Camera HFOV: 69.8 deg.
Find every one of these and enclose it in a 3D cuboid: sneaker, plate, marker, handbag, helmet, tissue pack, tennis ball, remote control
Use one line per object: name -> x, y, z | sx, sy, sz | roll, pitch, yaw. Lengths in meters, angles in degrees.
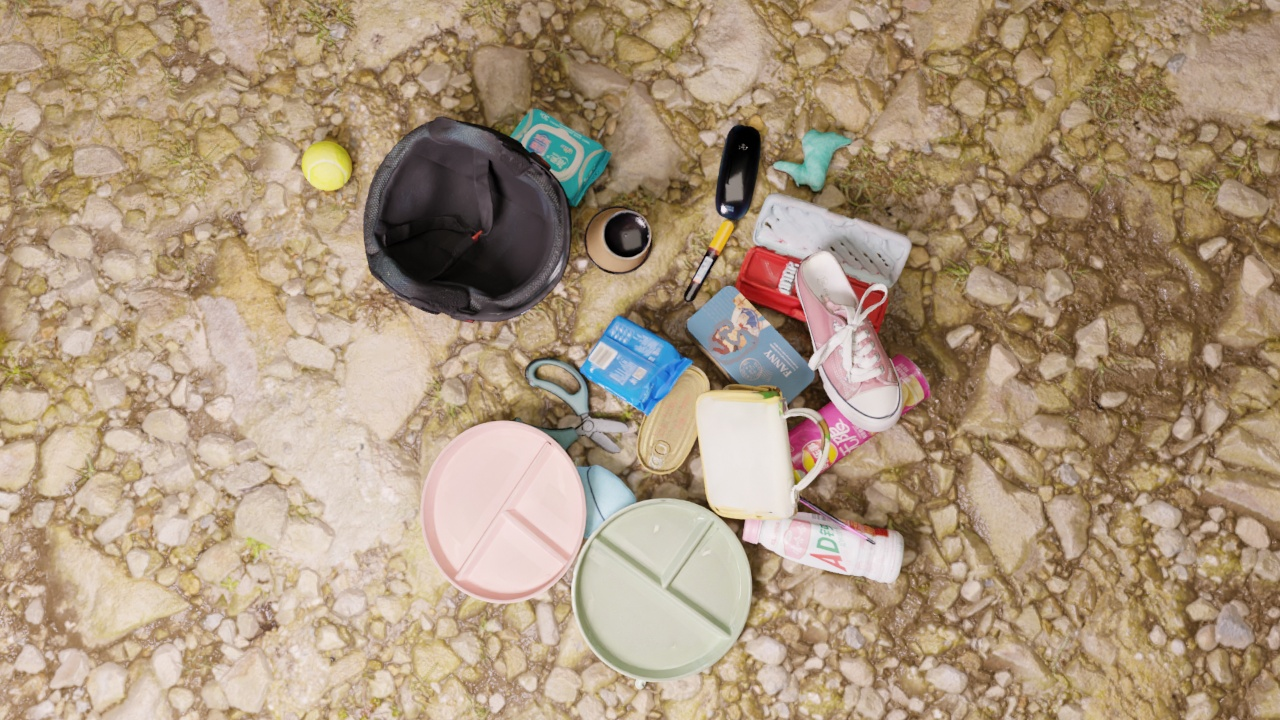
sneaker -> 0.255, -0.028, 1.129 | 0.118, 0.088, 0.241 | -20, 79, 3
plate -> -0.174, 0.192, 1.171 | 0.230, 0.028, 0.229 | -2, 85, 17
marker -> 0.092, -0.134, 1.245 | 0.018, 0.015, 0.124 | 29, 86, 6
handbag -> 0.159, 0.111, 1.125 | 0.179, 0.063, 0.163 | -1, 100, 43
helmet -> -0.204, -0.167, 1.146 | 0.275, 0.230, 0.233 | 29, 98, 5
tissue pack -> -0.007, 0.007, 1.180 | 0.157, 0.052, 0.095 | 30, 81, 43
tennis ball -> -0.425, -0.264, 1.245 | 0.065, 0.065, 0.065 | 0, 82, 1
tissue pack -> -0.115, -0.275, 1.249 | 0.133, 0.050, 0.093 | 30, 83, 4
remote control -> 0.134, -0.261, 1.256 | 0.053, 0.024, 0.136 | 10, 82, 3
plate -> 0.027, 0.287, 1.156 | 0.230, 0.027, 0.230 | 0, 89, -8

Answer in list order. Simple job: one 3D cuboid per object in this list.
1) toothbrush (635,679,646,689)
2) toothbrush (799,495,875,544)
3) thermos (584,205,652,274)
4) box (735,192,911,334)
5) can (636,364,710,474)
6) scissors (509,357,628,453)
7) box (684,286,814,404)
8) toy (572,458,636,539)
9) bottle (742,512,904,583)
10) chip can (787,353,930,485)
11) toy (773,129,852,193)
toothbrush -> 0.033, 0.332, 1.180 | 0.020, 0.029, 0.189 | 16, 82, 47
toothbrush -> 0.216, 0.181, 1.165 | 0.189, 0.014, 0.017 | 29, 75, 29
thermos -> -0.025, -0.159, 1.192 | 0.093, 0.143, 0.093 | 0, 94, -6
box -> 0.240, -0.123, 1.218 | 0.201, 0.063, 0.160 | 20, 100, 4
can -> 0.042, 0.078, 1.199 | 0.074, 0.049, 0.148 | 21, 83, 4
scissors -> -0.097, 0.061, 1.219 | 0.177, 0.019, 0.172 | 0, 81, 2
box -> 0.145, -0.006, 1.203 | 0.089, 0.063, 0.184 | -45, 82, -4
toy -> -0.049, 0.199, 1.183 | 0.161, 0.050, 0.156 | -9, 89, 1
bottle -> 0.230, 0.231, 1.168 | 0.197, 0.068, 0.068 | 11, 82, 5
chip can -> 0.269, 0.077, 1.184 | 0.210, 0.071, 0.071 | -35, 83, -4
toy -> 0.233, -0.274, 1.255 | 0.096, 0.030, 0.091 | 14, 80, 9
